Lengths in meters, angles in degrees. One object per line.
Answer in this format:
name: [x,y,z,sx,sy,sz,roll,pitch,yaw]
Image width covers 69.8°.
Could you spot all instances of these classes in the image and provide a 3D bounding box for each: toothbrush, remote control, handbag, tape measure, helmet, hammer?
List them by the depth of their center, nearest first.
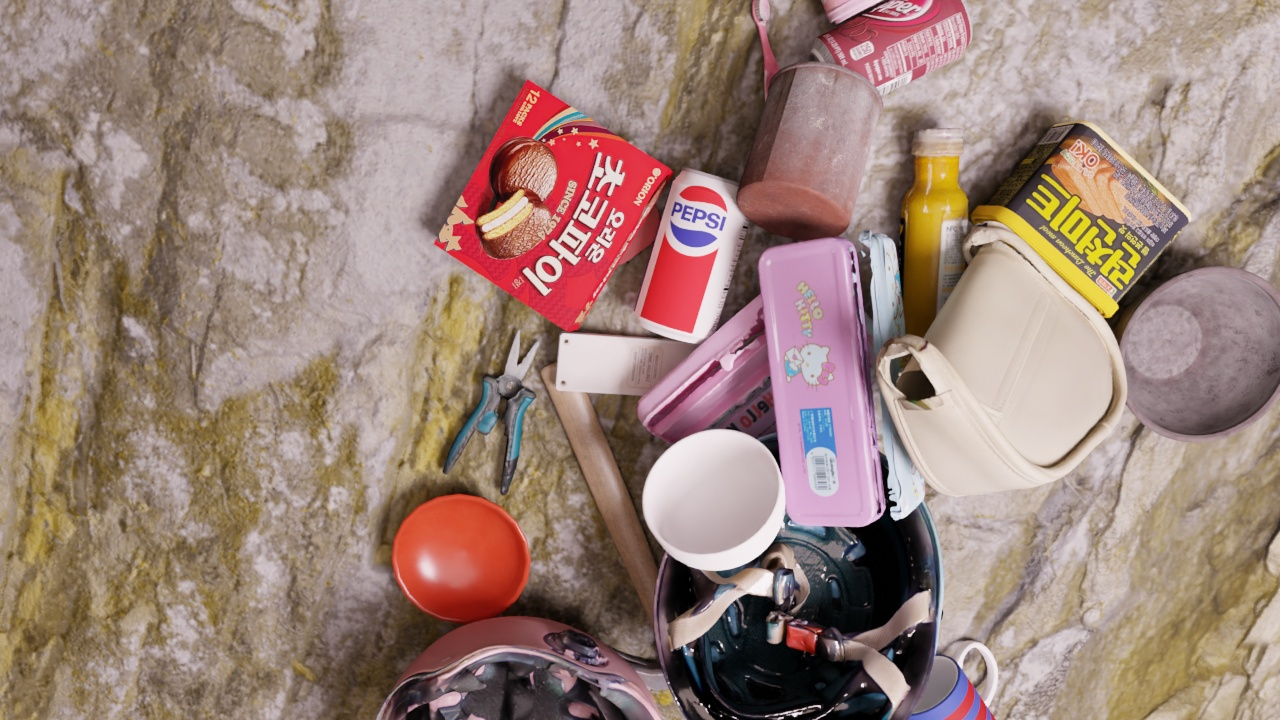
handbag: [0.254,0.013,0.699,0.132,0.228,0.184,-22,107,45]
toothbrush: [0.108,-0.228,0.750,0.021,0.016,0.135,-13,102,-9]
helmet: [0.122,0.191,0.757,0.225,0.167,0.265,21,76,6]
tape measure: [-0.009,-0.112,0.772,0.051,0.019,0.059,-13,95,0]
remote control: [-0.005,0.005,0.793,0.135,0.011,0.050,4,102,-10]
helmet: [-0.096,0.329,0.798,0.255,0.152,0.230,5,100,-1]
hammer: [-0.012,0.153,0.825,0.119,0.030,0.331,-21,102,4]

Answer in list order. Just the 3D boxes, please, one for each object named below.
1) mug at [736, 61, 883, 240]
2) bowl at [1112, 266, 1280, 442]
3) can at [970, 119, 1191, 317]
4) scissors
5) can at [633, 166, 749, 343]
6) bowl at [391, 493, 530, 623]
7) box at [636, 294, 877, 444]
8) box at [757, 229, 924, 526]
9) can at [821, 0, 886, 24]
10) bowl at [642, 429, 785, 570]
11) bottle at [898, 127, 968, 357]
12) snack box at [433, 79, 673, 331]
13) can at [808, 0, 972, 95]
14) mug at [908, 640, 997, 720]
mug: [0.132,-0.151,0.713,0.096,0.123,0.110,17,75,25]
bowl: [0.458,-0.010,0.772,0.145,0.067,0.145,0,102,0]
can: [0.358,-0.116,0.748,0.131,0.072,0.101,39,97,-8]
scissors: [-0.126,0.053,0.808,0.150,0.019,0.120,-32,100,4]
can: [0.044,-0.086,0.752,0.070,0.070,0.132,16,101,-4]
bowl: [-0.158,0.173,0.824,0.122,0.035,0.122,0,102,0]
box: [0.106,0.014,0.781,0.201,0.059,0.155,-41,132,8]
box: [0.159,0.012,0.699,0.090,0.092,0.214,-6,92,36]
can: [0.164,-0.308,0.707,0.067,0.067,0.076,-25,101,5]
bowl: [0.058,0.109,0.688,0.105,0.104,0.054,-21,142,4]
bottle: [0.242,-0.096,0.759,0.053,0.053,0.186,-1,102,0]
snack box: [-0.071,-0.124,0.748,0.132,0.035,0.152,33,100,5]
can: [0.195,-0.246,0.722,0.114,0.063,0.063,-25,101,5]
mug: [0.290,0.313,0.845,0.111,0.075,0.076,-39,101,-20]
